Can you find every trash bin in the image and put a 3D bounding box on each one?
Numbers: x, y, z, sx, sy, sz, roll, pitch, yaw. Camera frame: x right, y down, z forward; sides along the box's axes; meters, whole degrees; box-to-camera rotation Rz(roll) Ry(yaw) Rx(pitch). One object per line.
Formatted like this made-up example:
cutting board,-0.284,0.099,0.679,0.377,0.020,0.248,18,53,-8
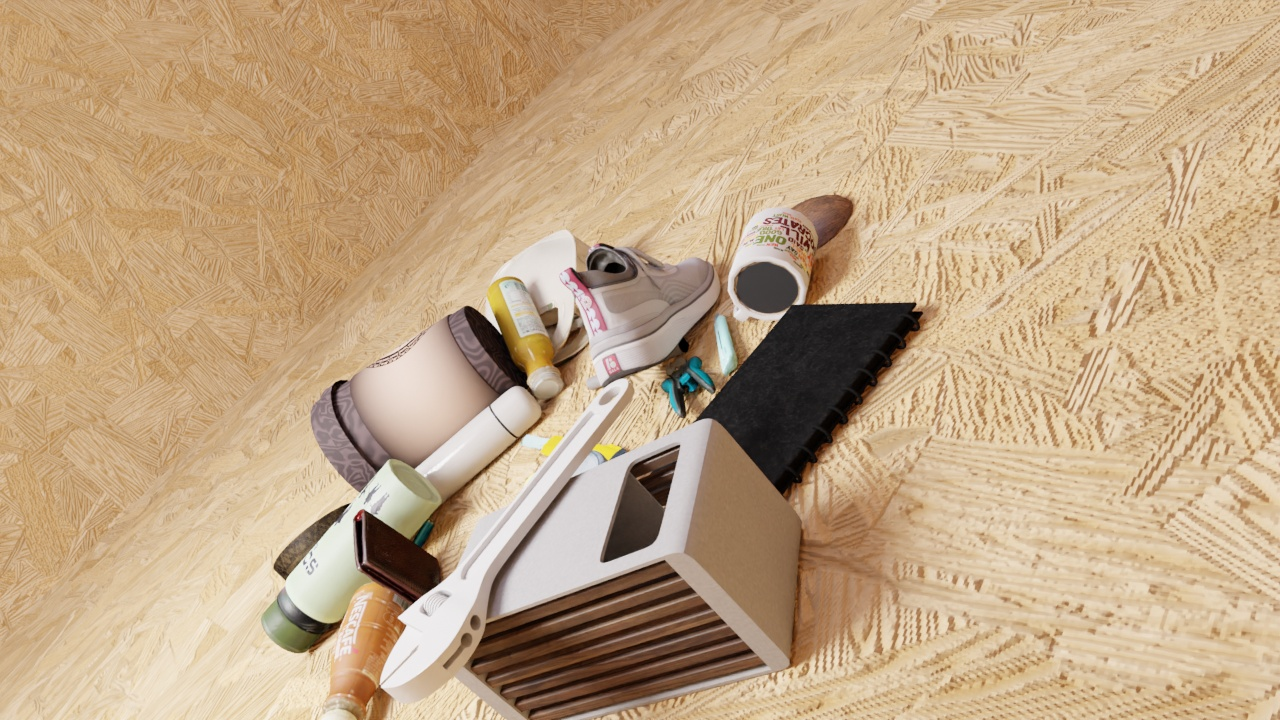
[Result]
trash bin,-0.018,0.154,0.630,0.229,0.114,0.114,-27,27,30

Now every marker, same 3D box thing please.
marker,-0.006,0.006,1.005,0.141,0.016,0.016,-23,29,37

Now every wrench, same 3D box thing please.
wrench,-0.081,0.112,0.632,0.272,0.018,0.087,-51,25,-25

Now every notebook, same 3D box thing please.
notebook,0.113,0.038,0.758,0.231,0.019,0.169,-49,22,-17

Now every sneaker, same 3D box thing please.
sneaker,0.000,-0.077,0.976,0.097,0.129,0.262,-23,11,32

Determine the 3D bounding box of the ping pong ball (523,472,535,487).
ping pong ball,-0.094,0.127,0.893,0.040,0.040,0.040,-34,24,17

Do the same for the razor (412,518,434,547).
razor,-0.265,0.230,1.005,0.042,0.022,0.143,-40,13,43

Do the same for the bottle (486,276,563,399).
bottle,-0.144,-0.029,1.154,0.053,0.053,0.186,-37,51,10

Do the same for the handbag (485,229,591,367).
handbag,-0.122,-0.061,1.242,0.201,0.093,0.199,-23,49,36

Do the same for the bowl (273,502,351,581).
bowl,-0.369,0.231,1.098,0.121,0.056,0.121,-41,-10,-9

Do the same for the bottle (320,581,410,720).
bottle,-0.259,0.281,0.851,0.059,0.059,0.166,-33,25,18

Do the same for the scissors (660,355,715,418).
scissors,0.047,0.018,0.892,0.149,0.019,0.131,-25,22,47

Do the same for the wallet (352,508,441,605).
wallet,-0.242,0.202,0.918,0.031,0.099,0.120,-49,23,0

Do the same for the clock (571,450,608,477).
clock,-0.062,0.126,0.823,0.130,0.052,0.090,-11,37,45

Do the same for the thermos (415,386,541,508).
thermos,-0.212,0.116,1.083,0.224,0.052,0.052,-41,23,1

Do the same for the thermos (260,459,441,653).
thermos,-0.322,0.221,1.020,0.231,0.082,0.082,-50,23,2

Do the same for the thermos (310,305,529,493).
thermos,-0.267,0.049,1.143,0.226,0.173,0.172,-36,23,7

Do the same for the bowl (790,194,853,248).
bowl,0.172,-0.149,0.989,0.114,0.026,0.101,-18,32,43

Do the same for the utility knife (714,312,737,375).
utility knife,0.084,-0.021,0.916,0.119,0.015,0.022,-92,23,-63

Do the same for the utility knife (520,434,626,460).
utility knife,-0.076,0.091,0.959,0.030,0.018,0.207,-45,27,-24

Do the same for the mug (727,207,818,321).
mug,0.124,-0.086,0.907,0.105,0.073,0.089,-56,8,43
